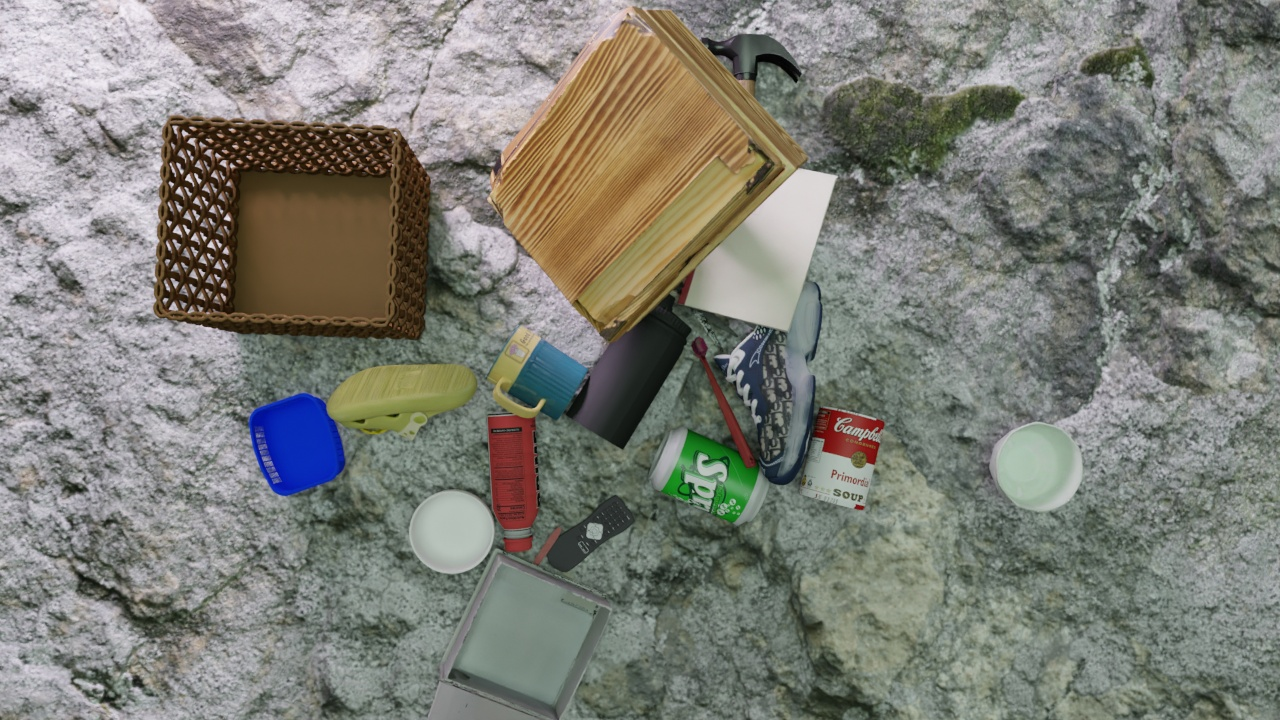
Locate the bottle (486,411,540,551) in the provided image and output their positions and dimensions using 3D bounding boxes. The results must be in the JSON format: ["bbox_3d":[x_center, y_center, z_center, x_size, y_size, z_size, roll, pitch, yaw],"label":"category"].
[{"bbox_3d":[-0.160,0.153,1.168,0.062,0.062,0.176,-4,88,-4],"label":"bottle"}]

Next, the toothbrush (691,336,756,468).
[{"bbox_3d":[0.107,0.051,1.174,0.016,0.017,0.189,-11,63,-24],"label":"toothbrush"}]

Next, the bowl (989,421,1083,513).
[{"bbox_3d":[0.514,0.140,1.213,0.117,0.061,0.117,0,87,-4],"label":"bowl"}]

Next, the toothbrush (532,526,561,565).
[{"bbox_3d":[-0.155,0.291,1.182,0.015,0.016,0.184,34,88,-2],"label":"toothbrush"}]

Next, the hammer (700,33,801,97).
[{"bbox_3d":[0.144,-0.277,1.219,0.132,0.040,0.305,1,88,-1],"label":"hammer"}]

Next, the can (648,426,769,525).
[{"bbox_3d":[0.088,0.147,1.172,0.140,0.088,0.087,24,86,-3],"label":"can"}]

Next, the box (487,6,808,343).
[{"bbox_3d":[-0.004,-0.207,1.010,0.245,0.167,0.280,48,120,2],"label":"box"}]

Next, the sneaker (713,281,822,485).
[{"bbox_3d":[0.158,0.024,1.169,0.132,0.103,0.269,5,71,9],"label":"sneaker"}]

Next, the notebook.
[{"bbox_3d":[0.147,-0.153,1.168,0.153,0.012,0.208,16,85,19],"label":"notebook"}]

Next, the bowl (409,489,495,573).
[{"bbox_3d":[-0.237,0.214,1.165,0.105,0.054,0.105,0,90,-5],"label":"bowl"}]

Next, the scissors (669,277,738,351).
[{"bbox_3d":[0.065,-0.091,1.216,0.163,0.012,0.154,11,88,-2],"label":"scissors"}]

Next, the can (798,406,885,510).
[{"bbox_3d":[0.260,0.126,1.184,0.086,0.087,0.116,15,86,-3],"label":"can"}]

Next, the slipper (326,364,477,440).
[{"bbox_3d":[-0.295,0.054,1.161,0.190,0.091,0.082,-7,128,5],"label":"slipper"}]

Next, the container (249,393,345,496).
[{"bbox_3d":[-0.427,0.104,1.153,0.096,0.058,0.114,-19,89,-4],"label":"container"}]

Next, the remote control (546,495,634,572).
[{"bbox_3d":[-0.067,0.228,1.197,0.124,0.009,0.046,-36,90,-4],"label":"remote control"}]

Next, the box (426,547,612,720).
[{"bbox_3d":[-0.189,0.475,1.085,0.166,0.119,0.477,25,64,-12],"label":"box"}]

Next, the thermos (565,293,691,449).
[{"bbox_3d":[-0.007,0.007,1.171,0.086,0.086,0.198,32,86,-2],"label":"thermos"}]

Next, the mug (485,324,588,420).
[{"bbox_3d":[-0.136,0.027,1.154,0.107,0.083,0.113,33,43,-5],"label":"mug"}]

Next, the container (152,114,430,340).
[{"bbox_3d":[-0.394,-0.144,1.086,0.251,0.214,0.219,2,88,-4],"label":"container"}]
